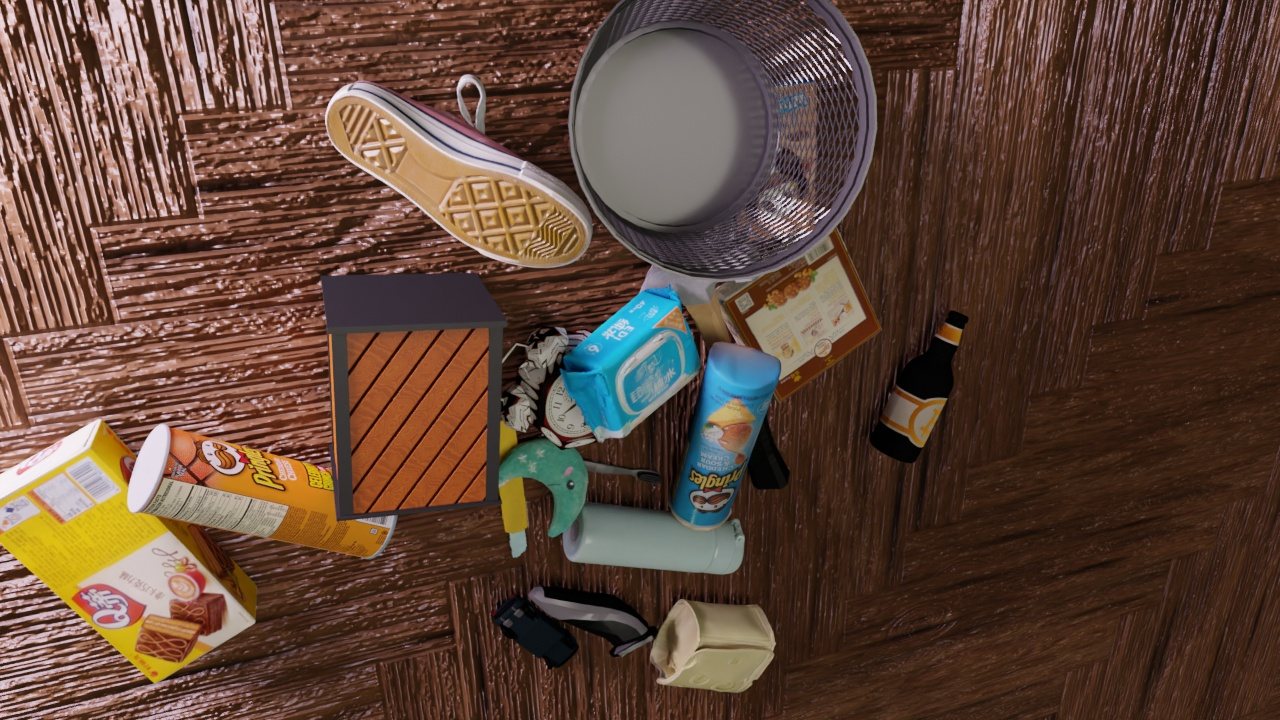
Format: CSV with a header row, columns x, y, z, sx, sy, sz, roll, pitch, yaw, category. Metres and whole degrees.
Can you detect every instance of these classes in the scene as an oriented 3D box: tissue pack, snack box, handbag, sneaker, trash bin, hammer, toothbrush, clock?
x,y,z,sx,sy,sz,roll,pitch,yaw,category
-0.005,0.005,0.865,0.144,0.062,0.093,-40,132,-22,tissue pack
-0.463,0.176,0.828,0.110,0.061,0.230,-31,119,-6,snack box
0.088,0.347,1.102,0.119,0.081,0.111,13,119,-28,handbag
-0.147,-0.166,0.790,0.241,0.087,0.119,30,123,-9,sneaker
-0.205,0.025,0.817,0.139,0.139,0.172,-3,113,-20,trash bin
0.096,0.019,0.963,0.131,0.039,0.328,-5,130,25,hammer
0.128,-0.197,0.911,0.087,0.034,0.151,-11,114,-16,snack box
0.045,-0.189,0.747,0.217,0.227,0.218,-2,104,-7,trash bin
-0.051,0.114,0.989,0.167,0.013,0.013,14,105,-23,toothbrush
-0.085,0.020,0.900,0.154,0.065,0.115,18,102,-44,clock
0.169,-0.052,0.984,0.143,0.041,0.147,-35,119,-4,snack box

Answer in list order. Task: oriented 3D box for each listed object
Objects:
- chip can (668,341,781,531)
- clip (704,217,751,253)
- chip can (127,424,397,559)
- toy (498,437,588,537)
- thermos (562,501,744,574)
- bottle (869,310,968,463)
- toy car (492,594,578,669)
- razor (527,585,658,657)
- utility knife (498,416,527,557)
x,y,z,sx,sy,sz,roll,pitch,yaw,category
0.083,0.079,0.942,0.079,0.079,0.230,-7,137,-19,chip can
0.088,-0.125,0.916,0.050,0.102,0.058,1,69,-14,clip
-0.331,0.122,0.824,0.215,0.075,0.075,24,102,-39,chip can
-0.094,0.124,0.946,0.085,0.033,0.105,-49,112,-16,toy
0.020,0.200,1.021,0.206,0.065,0.078,11,128,-25,thermos
0.332,0.028,1.071,0.059,0.059,0.182,15,106,-26,bottle
-0.117,0.304,1.031,0.046,0.034,0.112,-43,119,0,toy car
-0.056,0.286,1.038,0.156,0.057,0.060,36,68,-21,razor
-0.137,0.132,0.958,0.030,0.017,0.179,-9,111,-12,utility knife
